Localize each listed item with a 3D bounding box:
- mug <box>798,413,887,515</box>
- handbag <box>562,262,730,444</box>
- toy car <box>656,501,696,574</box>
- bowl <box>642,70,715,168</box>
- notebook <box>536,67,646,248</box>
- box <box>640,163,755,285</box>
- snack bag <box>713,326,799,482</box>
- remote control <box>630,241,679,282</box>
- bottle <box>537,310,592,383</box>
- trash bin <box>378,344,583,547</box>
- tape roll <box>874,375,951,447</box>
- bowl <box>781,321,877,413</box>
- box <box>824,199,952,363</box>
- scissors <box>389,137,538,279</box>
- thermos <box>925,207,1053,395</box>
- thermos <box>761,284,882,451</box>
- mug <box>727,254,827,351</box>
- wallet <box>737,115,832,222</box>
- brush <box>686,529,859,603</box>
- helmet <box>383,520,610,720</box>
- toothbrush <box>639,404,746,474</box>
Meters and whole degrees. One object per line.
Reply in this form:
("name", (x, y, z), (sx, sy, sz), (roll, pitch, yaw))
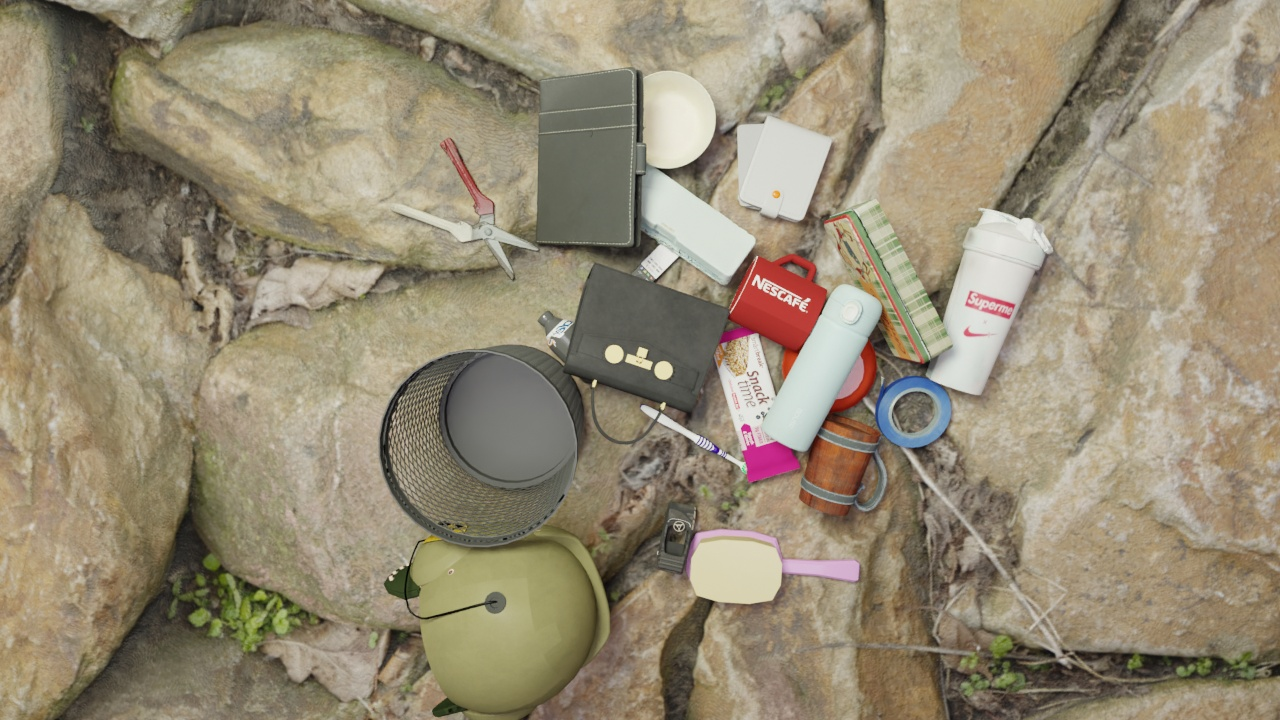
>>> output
("mug", (0.267, 0.137, 1.175), (0.117, 0.081, 0.111), (12, 101, -18))
("handbag", (-0.006, 0.006, 1.126), (0.175, 0.072, 0.195), (18, 77, -7))
("toy car", (0.047, 0.230, 1.196), (0.040, 0.037, 0.092), (13, 64, 2))
("bowl", (0.034, -0.293, 1.135), (0.115, 0.062, 0.115), (0, 97, 3))
("notebook", (-0.063, -0.245, 1.124), (0.170, 0.029, 0.209), (8, 102, 36))
("box", (0.049, -0.180, 1.152), (0.199, 0.067, 0.083), (34, 101, 3))
("snack bag", (0.146, 0.055, 1.187), (0.070, 0.016, 0.196), (-16, 90, 2))
("remote control", (-0.002, -0.103, 1.185), (0.124, 0.011, 0.028), (-45, 93, 7))
("bottle", (-0.087, -0.019, 1.182), (0.112, 0.047, 0.047), (45, 96, -3))
("trash bin", (-0.173, 0.084, 1.106), (0.218, 0.227, 0.218), (0, 97, 2))
("tape roll", (0.352, 0.066, 1.187), (0.093, 0.016, 0.091), (3, 97, 2))
("bowl", (0.245, 0.010, 1.176), (0.122, 0.035, 0.122), (0, 97, 3))
("box", (0.300, -0.096, 1.121), (0.050, 0.117, 0.205), (-30, 96, 3))
("scissors", (-0.231, -0.190, 1.184), (0.179, 0.015, 0.198), (-10, 97, 3))
("thermos", (0.426, -0.071, 1.132), (0.099, 0.099, 0.220), (16, 101, 0))
("thermos", (0.222, 0.008, 1.120), (0.065, 0.077, 0.207), (29, 101, 15))
("mug", (0.175, -0.084, 1.150), (0.096, 0.081, 0.116), (26, 68, -1))
("wallet", (0.165, -0.241, 1.149), (0.115, 0.037, 0.118), (20, 94, 0))
("brush", (0.175, 0.274, 1.206), (0.229, 0.043, 0.089), (3, 97, 2))
("helmet", (-0.158, 0.302, 1.108), (0.233, 0.255, 0.250), (-16, 99, 8))
("toothbrush", (0.080, 0.106, 1.204), (0.186, 0.016, 0.015), (30, 91, -2))
